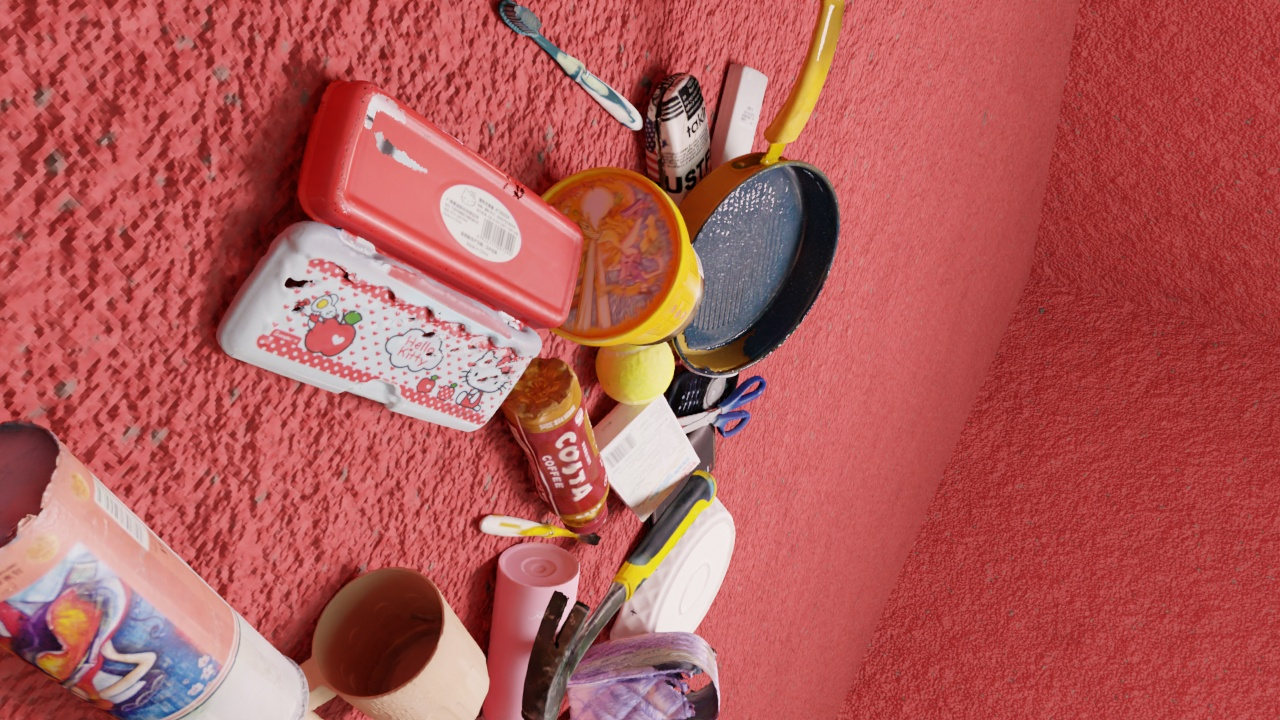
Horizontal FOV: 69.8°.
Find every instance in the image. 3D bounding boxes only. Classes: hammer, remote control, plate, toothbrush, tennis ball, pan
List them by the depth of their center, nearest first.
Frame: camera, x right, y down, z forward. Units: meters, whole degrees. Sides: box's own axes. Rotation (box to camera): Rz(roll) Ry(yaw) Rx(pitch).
[{"bbox_3d":[-0.038,-0.192,0.615,0.191,0.018,0.016,18,91,-63],"label":"toothbrush"},{"bbox_3d":[0.105,-0.137,0.729,0.197,0.078,0.358,-24,134,-32],"label":"pan"},{"bbox_3d":[-0.004,0.004,0.757,0.065,0.065,0.066,-41,141,-45],"label":"tennis ball"},{"bbox_3d":[-0.078,0.143,0.763,0.191,0.018,0.016,30,79,-63],"label":"toothbrush"},{"bbox_3d":[-0.006,0.184,0.784,0.322,0.032,0.126,-42,144,-54],"label":"hammer"},{"bbox_3d":[0.083,-0.197,0.835,0.056,0.019,0.135,-11,117,-60],"label":"remote control"},{"bbox_3d":[0.059,0.029,0.936,0.136,0.024,0.053,-8,117,-57],"label":"remote control"},{"bbox_3d":[0.043,0.243,1.016,0.204,0.045,0.205,-43,147,-37],"label":"plate"}]

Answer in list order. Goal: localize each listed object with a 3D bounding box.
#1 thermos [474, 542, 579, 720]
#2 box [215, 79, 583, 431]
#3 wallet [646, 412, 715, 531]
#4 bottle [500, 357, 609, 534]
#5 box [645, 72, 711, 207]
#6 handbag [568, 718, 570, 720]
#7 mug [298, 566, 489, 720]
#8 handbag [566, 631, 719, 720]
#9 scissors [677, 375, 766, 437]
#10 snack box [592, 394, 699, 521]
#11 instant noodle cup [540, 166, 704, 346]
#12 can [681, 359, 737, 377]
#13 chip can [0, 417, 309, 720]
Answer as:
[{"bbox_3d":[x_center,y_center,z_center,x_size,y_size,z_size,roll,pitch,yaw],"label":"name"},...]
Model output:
[{"bbox_3d":[-0.103,0.251,0.750,0.087,0.067,0.199,-1,114,-29],"label":"thermos"},{"bbox_3d":[-0.118,-0.044,0.514,0.201,0.058,0.161,28,84,-55],"label":"box"},{"bbox_3d":[0.042,0.125,0.980,0.122,0.020,0.096,-48,146,-33],"label":"wallet"},{"bbox_3d":[-0.060,0.073,0.707,0.057,0.057,0.175,-53,149,-30],"label":"bottle"},{"bbox_3d":[0.036,-0.153,0.748,0.164,0.052,0.068,78,23,-46],"label":"box"},{"bbox_3d":[-0.002,0.441,0.866,0.192,0.234,0.093,-24,130,-55],"label":"handbag"},{"bbox_3d":[-0.166,0.204,0.587,0.124,0.084,0.104,-33,143,-14],"label":"mug"},{"bbox_3d":[0.006,0.300,0.844,0.194,0.134,0.075,59,21,-81],"label":"handbag"},{"bbox_3d":[0.072,0.066,0.953,0.172,0.012,0.133,-36,148,-27],"label":"scissors"},{"bbox_3d":[0.002,0.086,0.843,0.084,0.027,0.157,-45,149,-10],"label":"snack box"},{"bbox_3d":[-0.012,-0.063,0.650,0.118,0.118,0.114,-70,161,0],"label":"instant noodle cup"},{"bbox_3d":[0.079,-0.059,0.878,0.058,0.058,0.147,-23,128,-56],"label":"can"},{"bbox_3d":[-0.227,0.118,0.409,0.071,0.071,0.215,-53,148,-31],"label":"chip can"}]
